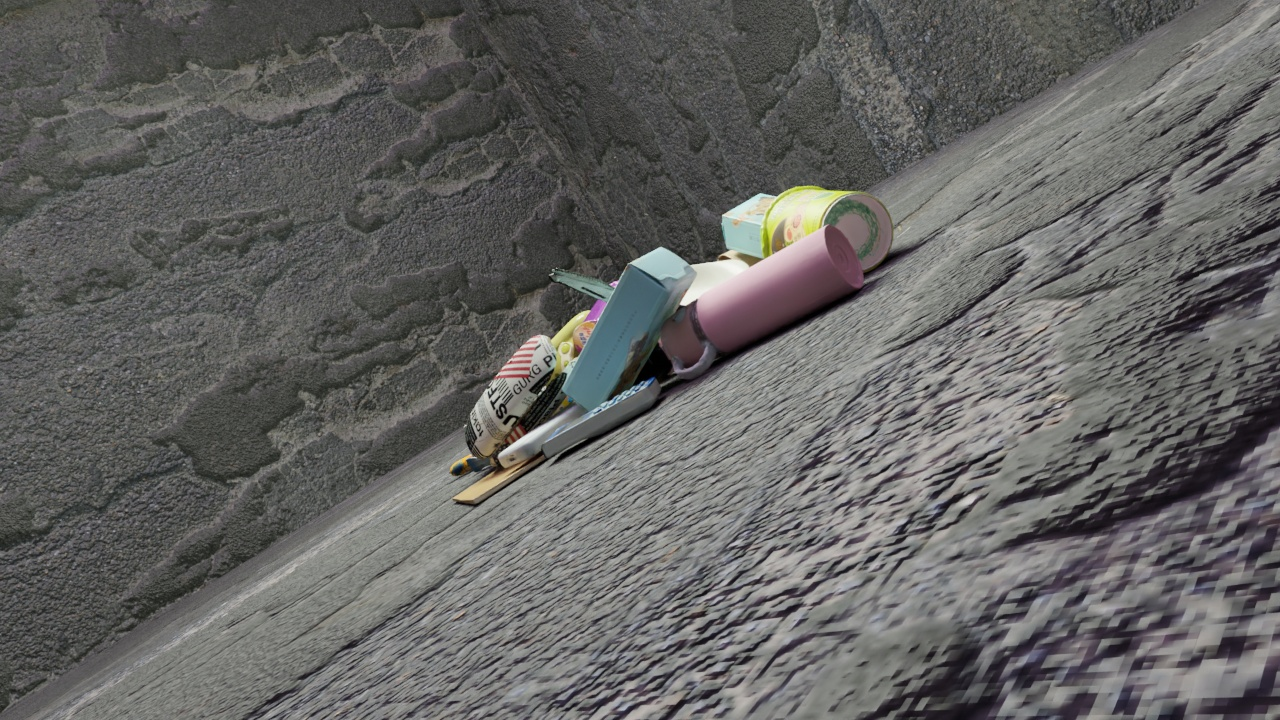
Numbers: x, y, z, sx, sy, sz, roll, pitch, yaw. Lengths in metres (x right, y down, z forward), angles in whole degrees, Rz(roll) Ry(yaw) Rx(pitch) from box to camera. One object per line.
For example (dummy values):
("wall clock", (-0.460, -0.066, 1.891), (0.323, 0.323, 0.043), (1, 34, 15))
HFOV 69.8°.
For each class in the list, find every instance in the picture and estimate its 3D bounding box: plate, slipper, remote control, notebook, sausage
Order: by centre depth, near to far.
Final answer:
("remote control", (-0.037, 0.055, 0.878), (0.125, 0.024, 0.049), (-28, 4, 17))
("remote control", (-0.092, 0.072, 0.975), (0.056, 0.020, 0.135), (-28, 5, 44))
("notebook", (-0.104, 0.096, 0.996), (0.207, 0.008, 0.148), (-32, 4, -20))
("plate", (0.057, -0.063, 1.142), (0.164, 0.034, 0.163), (-6, 40, 16))
("sausage", (-0.212, 0.130, 1.275), (0.166, 0.021, 0.021), (-29, 4, 33))
("slipper", (-0.104, 0.015, 1.340), (0.190, 0.091, 0.081), (-52, 42, 5))

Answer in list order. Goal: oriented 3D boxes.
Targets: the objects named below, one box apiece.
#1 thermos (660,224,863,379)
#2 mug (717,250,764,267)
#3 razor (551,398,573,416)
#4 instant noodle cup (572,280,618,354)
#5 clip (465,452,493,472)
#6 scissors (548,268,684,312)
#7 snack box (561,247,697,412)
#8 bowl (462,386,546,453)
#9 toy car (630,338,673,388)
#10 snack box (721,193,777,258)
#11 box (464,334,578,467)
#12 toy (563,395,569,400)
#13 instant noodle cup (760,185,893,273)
("thermos", (0.108, -0.047, 0.863), (0.199, 0.067, 0.087), (-28, 34, 31))
("mug", (0.176, -0.121, 1.209), (0.103, 0.084, 0.125), (-30, 28, -15))
("razor", (-0.089, 0.067, 1.151), (0.042, 0.022, 0.143), (-3, -12, -25))
("instant noodle cup", (-0.027, -0.050, 1.289), (0.112, 0.111, 0.099), (-27, 31, 44))
("clip", (-0.203, 0.130, 1.205), (0.058, 0.026, 0.038), (-18, 22, 35))
("scissors", (-0.011, -0.052, 1.004), (0.208, 0.015, 0.186), (2, -28, 1))
("snack box", (-0.012, -0.028, 0.940), (0.074, 0.051, 0.175), (-35, -21, -57))
("bowl", (-0.158, 0.081, 1.159), (0.116, 0.066, 0.116), (-31, 5, 3))
("toy car", (-0.006, 0.006, 1.047), (0.123, 0.056, 0.037), (-27, 9, 47))
("snack box", (0.188, -0.158, 1.136), (0.074, 0.052, 0.175), (-32, 36, -30))
("box", (-0.122, 0.053, 1.020), (0.163, 0.087, 0.076), (-50, 42, 17))
("toy", (-0.038, 0.012, 1.179), (0.159, 0.054, 0.121), (-23, 5, 6))
("instant noodle cup", (0.196, -0.130, 0.947), (0.111, 0.112, 0.123), (-31, 11, -9))
